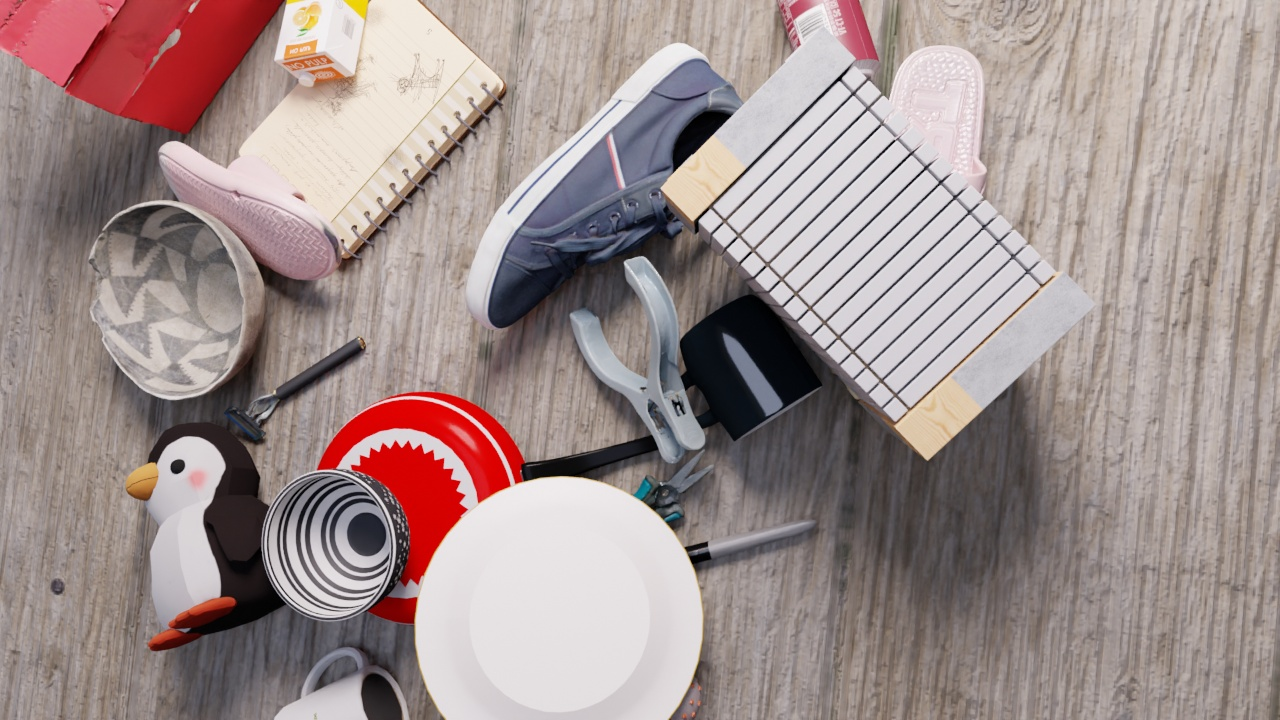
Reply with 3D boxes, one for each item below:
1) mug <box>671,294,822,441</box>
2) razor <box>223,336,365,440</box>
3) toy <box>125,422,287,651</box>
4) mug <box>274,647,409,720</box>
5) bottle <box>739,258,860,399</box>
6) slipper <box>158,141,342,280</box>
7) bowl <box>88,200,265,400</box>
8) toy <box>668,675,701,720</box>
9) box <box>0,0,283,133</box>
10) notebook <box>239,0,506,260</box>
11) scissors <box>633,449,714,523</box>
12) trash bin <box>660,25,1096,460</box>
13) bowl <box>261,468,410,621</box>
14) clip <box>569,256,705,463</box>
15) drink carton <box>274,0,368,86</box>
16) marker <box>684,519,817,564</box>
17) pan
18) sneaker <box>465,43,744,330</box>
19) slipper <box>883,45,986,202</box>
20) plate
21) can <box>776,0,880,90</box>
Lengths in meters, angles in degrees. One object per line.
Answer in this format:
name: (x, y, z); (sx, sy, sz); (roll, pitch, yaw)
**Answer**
mug: (0.074, 0.014, 0.758); (0.122, 0.085, 0.094); (-36, 80, 25)
razor: (-0.318, 0.020, 0.861); (0.144, 0.022, 0.043); (-34, 124, 3)
toy: (-0.377, 0.143, 0.827); (0.160, 0.139, 0.184); (-37, 69, 39)
mug: (-0.267, 0.310, 0.814); (0.090, 0.073, 0.105); (-28, 57, 8)
bottle: (0.144, -0.044, 0.756); (0.060, 0.059, 0.166); (-35, 86, 7)
slipper: (-0.357, -0.141, 0.842); (0.222, 0.107, 0.055); (26, 54, 21)
bowl: (-0.409, -0.058, 0.846); (0.179, 0.081, 0.178); (4, 102, 20)
toy: (-0.055, 0.275, 0.761); (0.172, 0.093, 0.164); (41, 94, 11)
box: (-0.420, -0.318, 0.748); (0.121, 0.318, 0.211); (39, 95, 18)
notebook: (-0.250, -0.223, 0.858); (0.225, 0.024, 0.167); (-46, 79, 5)
scissors: (-0.003, 0.136, 0.787); (0.148, 0.019, 0.123); (-5, 104, -5)
trash bin: (0.153, -0.078, 0.651); (0.142, 0.142, 0.247); (-44, 90, 6)
bowl: (-0.241, 0.148, 0.759); (0.120, 0.066, 0.120); (0, 88, 14)
clip: (-0.015, 0.007, 0.784); (0.159, 0.030, 0.174); (-10, 97, 54)
drink carton: (-0.289, -0.316, 0.842); (0.059, 0.040, 0.122); (-1, 74, 24)
marker: (0.082, 0.154, 0.776); (0.139, 0.022, 0.016); (-17, 79, 10)
pan: (-0.130, 0.112, 0.803); (0.357, 0.067, 0.209); (-17, 84, 13)
sneaker: (-0.016, -0.118, 0.768); (0.294, 0.120, 0.127); (-45, 68, 3)
slipper: (0.230, -0.144, 0.742); (0.094, 0.064, 0.239); (11, 88, 11)
plate: (-0.063, 0.203, 0.725); (0.230, 0.021, 0.229); (1, 70, -3)
can: (0.153, -0.280, 0.763); (0.063, 0.063, 0.114); (-17, 84, 9)
